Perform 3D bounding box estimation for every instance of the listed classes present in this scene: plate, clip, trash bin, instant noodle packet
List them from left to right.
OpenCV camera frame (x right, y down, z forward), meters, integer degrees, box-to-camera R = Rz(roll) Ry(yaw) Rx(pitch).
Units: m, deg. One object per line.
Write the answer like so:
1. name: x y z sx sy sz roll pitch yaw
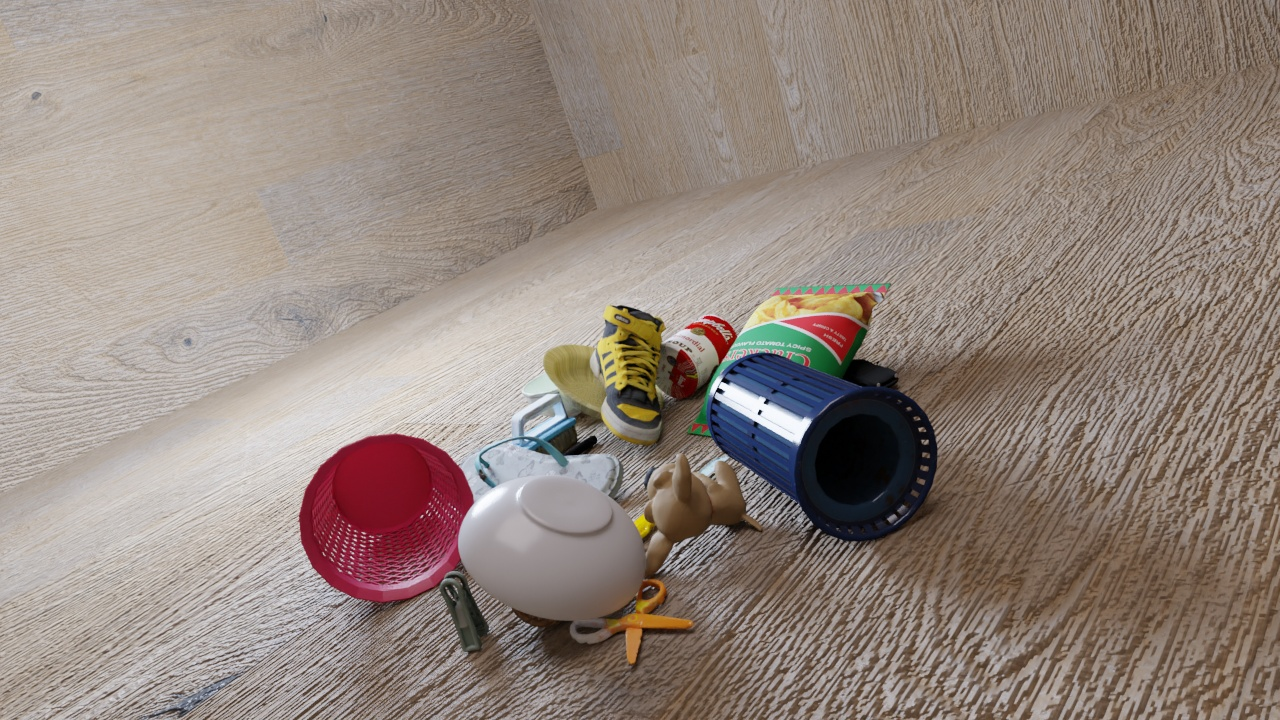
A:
1. clip: -0.167 0.238 0.857 0.023 0.078 0.050 -16 31 11
2. plate: -0.059 0.043 1.329 0.184 0.036 0.184 19 26 -10
3. instant noodle packet: 0.185 -0.001 1.164 0.196 0.090 0.252 3 54 52
4. trash bin: 0.164 0.072 0.918 0.139 0.139 0.249 -22 15 -12

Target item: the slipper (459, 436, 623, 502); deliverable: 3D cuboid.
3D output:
1. slipper: -0.143 0.142 1.133 0.269 0.055 0.098 0 55 37

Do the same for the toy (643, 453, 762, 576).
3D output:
1. toy: 0.053 0.141 0.907 0.108 0.134 0.106 1 27 -35

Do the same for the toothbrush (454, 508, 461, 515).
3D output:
1. toothbrush: -0.167 0.192 1.092 0.026 0.027 0.223 -31 19 -36

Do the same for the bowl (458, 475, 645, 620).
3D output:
1. bowl: -0.075 0.155 0.846 0.176 0.066 0.176 13 25 -6

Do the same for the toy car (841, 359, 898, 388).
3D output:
1. toy car: 0.273 0.018 1.151 0.046 0.034 0.112 -26 18 -22

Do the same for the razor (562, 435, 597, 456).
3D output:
1. razor: -0.101 0.134 1.214 0.043 0.022 0.143 -6 21 35

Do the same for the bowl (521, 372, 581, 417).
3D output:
1. bowl: -0.119 0.054 1.424 0.117 0.061 0.117 -17 17 5

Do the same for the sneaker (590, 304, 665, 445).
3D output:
1. sneaker: -0.008 0.007 1.253 0.086 0.122 0.238 9 28 -20

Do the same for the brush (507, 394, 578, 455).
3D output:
1. brush: -0.152 0.107 1.264 0.055 0.075 0.135 -3 22 45

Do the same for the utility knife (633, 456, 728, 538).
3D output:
1. utility knife: 0.038 0.151 1.007 0.031 0.018 0.190 4 31 43

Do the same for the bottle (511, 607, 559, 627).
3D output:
1. bottle: -0.077 0.195 0.918 0.060 0.060 0.165 -13 17 19

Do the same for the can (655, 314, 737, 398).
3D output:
1. can: 0.080 -0.006 1.352 0.087 0.087 0.116 -3 22 43

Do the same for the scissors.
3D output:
1. scissors: -0.012 0.232 0.811 0.128 0.011 0.125 -18 15 7

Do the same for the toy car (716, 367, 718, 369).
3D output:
1. toy car: 0.139 0.024 1.276 0.042 0.036 0.091 -23 16 -14

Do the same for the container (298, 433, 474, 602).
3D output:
1. container: -0.306 0.166 1.101 0.183 0.183 0.226 -23 9 -15
